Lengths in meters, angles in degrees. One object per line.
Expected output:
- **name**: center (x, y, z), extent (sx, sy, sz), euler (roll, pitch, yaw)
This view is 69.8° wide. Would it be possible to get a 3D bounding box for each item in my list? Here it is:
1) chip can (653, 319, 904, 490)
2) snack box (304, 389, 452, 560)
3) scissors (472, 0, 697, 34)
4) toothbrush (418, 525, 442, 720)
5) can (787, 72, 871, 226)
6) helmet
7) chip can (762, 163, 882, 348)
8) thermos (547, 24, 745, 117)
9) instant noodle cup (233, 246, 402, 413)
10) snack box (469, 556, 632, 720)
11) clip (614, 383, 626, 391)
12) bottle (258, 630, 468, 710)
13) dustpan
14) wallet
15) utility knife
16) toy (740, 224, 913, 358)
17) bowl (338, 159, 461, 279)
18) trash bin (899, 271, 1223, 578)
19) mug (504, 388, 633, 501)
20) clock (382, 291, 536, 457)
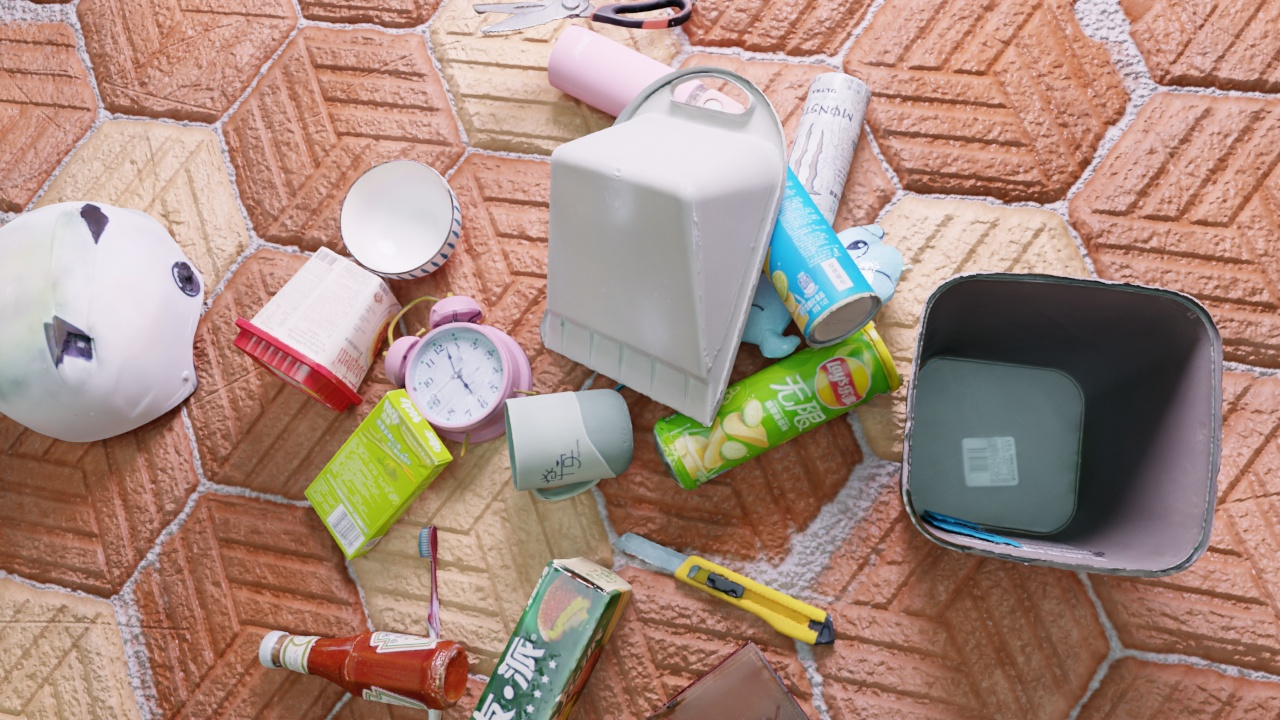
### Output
- **chip can**: center (0.118, 0.041, 0.820), extent (0.221, 0.072, 0.072), euler (-27, 77, 4)
- **snack box**: center (-0.248, 0.109, 0.862), extent (0.157, 0.026, 0.086), euler (-46, 74, 24)
- **scissors**: center (-0.053, -0.357, 0.903), extent (0.197, 0.015, 0.212), euler (23, 60, 4)
- **toothbrush**: center (-0.199, 0.250, 0.866), extent (0.017, 0.016, 0.187), euler (-7, 79, 16)
- **can**: center (0.169, -0.191, 0.858), extent (0.058, 0.058, 0.146), euler (17, 83, 12)
- **helmet**: center (-0.576, -0.051, 0.912), extent (0.229, 0.146, 0.258), euler (-10, 79, 7)
- **chip can**: center (0.122, -0.114, 0.788), extent (0.071, 0.071, 0.210), euler (-29, 65, 3)
- **thermos**: center (0.003, -0.249, 0.890), extent (0.198, 0.067, 0.087), euler (31, 75, 12)
- **instant noodle cup**: center (-0.304, -0.031, 0.887), extent (0.117, 0.116, 0.124), euler (28, 75, 12)
- **snack box**: center (-0.093, 0.290, 0.791), extent (0.063, 0.114, 0.240), euler (26, 85, 13)
- **clip**: center (-0.005, 0.007, 0.876), extent (0.055, 0.013, 0.034), euler (-24, 78, 4)
- **bottle**: center (-0.258, 0.277, 0.843), extent (0.206, 0.059, 0.059), euler (1, 80, 20)
- **dustpan**: center (0.026, -0.116, 0.812), extent (0.223, 0.258, 0.142), euler (25, 40, 38)
- **wallet**: center (0.080, 0.321, 0.801), extent (0.124, 0.032, 0.101), euler (-37, 79, 2)
- **utility knife**: center (0.074, 0.204, 0.828), extent (0.218, 0.015, 0.033), euler (21, 82, 12)
- **toy**: center (0.166, -0.065, 0.831), extent (0.156, 0.050, 0.161), euler (5, 55, 32)
- **bowl**: center (-0.230, -0.133, 0.910), extent (0.116, 0.066, 0.116), euler (-1, 81, 8)
- **trash bin**: center (0.296, 0.058, 0.713), extent (0.199, 0.220, 0.198), euler (7, 81, 10)
- **mug**: center (-0.065, 0.082, 0.837), extent (0.106, 0.112, 0.082), euler (-7, 35, -13)
- **clock**: center (-0.179, 0.005, 0.882), extent (0.117, 0.060, 0.158), euler (-42, 75, 0)
